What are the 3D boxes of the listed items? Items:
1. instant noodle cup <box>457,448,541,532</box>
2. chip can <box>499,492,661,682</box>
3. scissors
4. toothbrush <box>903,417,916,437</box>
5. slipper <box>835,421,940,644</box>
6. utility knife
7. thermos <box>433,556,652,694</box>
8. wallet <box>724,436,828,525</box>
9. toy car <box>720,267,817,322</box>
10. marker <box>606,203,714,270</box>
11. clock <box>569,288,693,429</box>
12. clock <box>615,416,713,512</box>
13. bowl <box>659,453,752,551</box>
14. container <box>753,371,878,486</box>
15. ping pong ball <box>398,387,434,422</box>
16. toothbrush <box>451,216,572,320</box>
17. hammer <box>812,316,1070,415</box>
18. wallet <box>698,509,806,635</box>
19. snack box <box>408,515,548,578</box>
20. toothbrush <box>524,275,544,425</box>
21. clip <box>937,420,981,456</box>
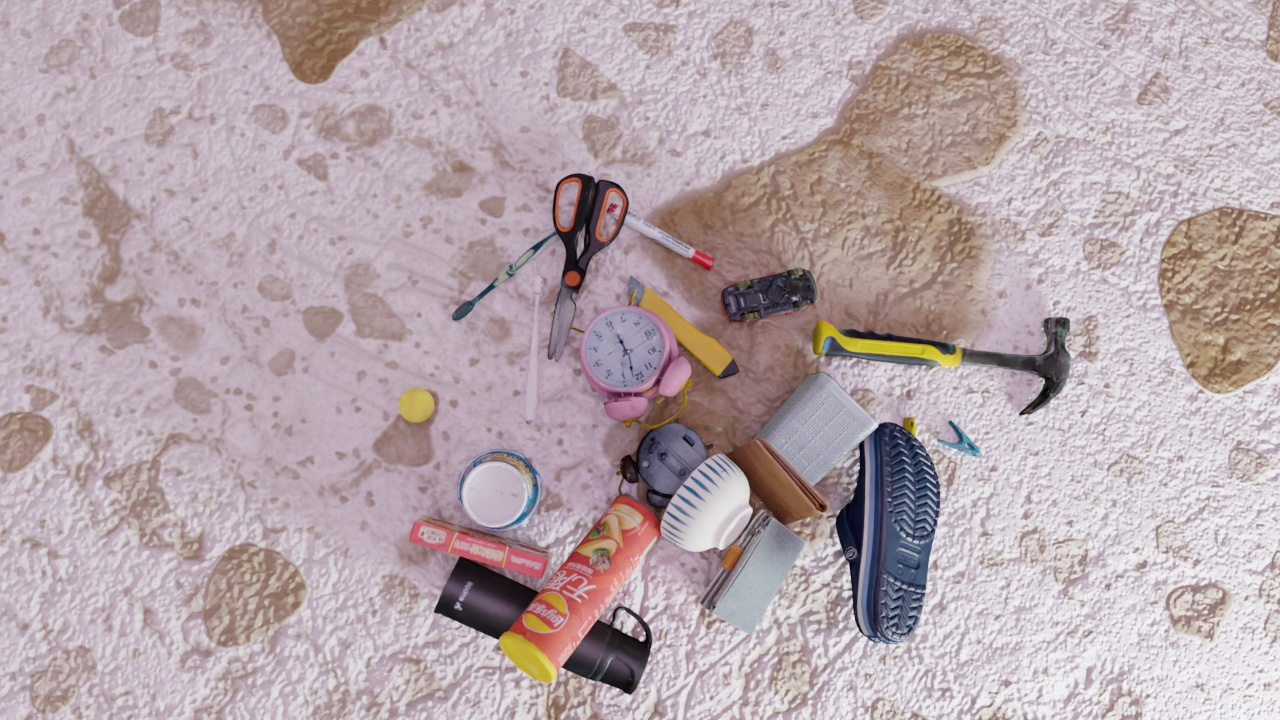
[{"bbox_3d":[-0.161,0.147,1.029,0.099,0.110,0.099,0,84,-5],"label":"instant noodle cup"},{"bbox_3d":[-0.060,0.245,1.006,0.073,0.073,0.216,43,57,0],"label":"chip can"},{"bbox_3d":[-0.092,-0.114,1.102,0.139,0.021,0.235,35,90,-2],"label":"scissors"},{"bbox_3d":[0.333,0.164,1.120,0.015,0.016,0.190,1,85,-5],"label":"toothbrush"},{"bbox_3d":[0.283,0.202,1.077,0.105,0.095,0.252,19,69,-34],"label":"slipper"},{"bbox_3d":[0.050,-0.040,1.114,0.176,0.015,0.033,42,77,1],"label":"utility knife"},{"bbox_3d":[-0.105,0.293,1.046,0.242,0.068,0.089,24,72,-4],"label":"thermos"},{"bbox_3d":[0.154,0.141,1.065,0.020,0.101,0.115,-42,89,-24],"label":"wallet"},{"bbox_3d":[0.155,-0.078,1.112,0.120,0.045,0.053,-12,88,-9],"label":"toy car"},{"bbox_3d":[0.024,-0.152,1.121,0.145,0.017,0.017,29,83,-2],"label":"marker"},{"bbox_3d":[-0.006,0.006,1.067,0.117,0.060,0.158,-31,80,1],"label":"clock"},{"bbox_3d":[0.026,0.124,1.076,0.082,0.055,0.122,43,83,-1],"label":"clock"},{"bbox_3d":[0.084,0.171,1.039,0.066,0.116,0.116,35,81,25],"label":"bowl"},{"bbox_3d":[0.201,0.084,1.082,0.090,0.090,0.111,45,86,0],"label":"container"},{"bbox_3d":[-0.259,0.052,1.063,0.040,0.040,0.040,1,84,-6],"label":"ping pong ball"},{"bbox_3d":[-0.152,-0.112,1.100,0.191,0.018,0.016,-41,91,-7],"label":"toothbrush"},{"bbox_3d":[0.373,-0.005,1.133,0.323,0.032,0.126,6,83,-5],"label":"hammer"},{"bbox_3d":[0.129,0.244,1.066,0.106,0.037,0.129,40,81,-41],"label":"wallet"},{"bbox_3d":[-0.180,0.210,1.038,0.153,0.075,0.025,16,83,-4],"label":"snack box"},{"bbox_3d":[-0.126,-0.013,1.094,0.016,0.016,0.180,3,85,-3],"label":"toothbrush"},{"bbox_3d":[0.397,0.101,1.135,0.055,0.013,0.034,37,83,1],"label":"clip"}]
